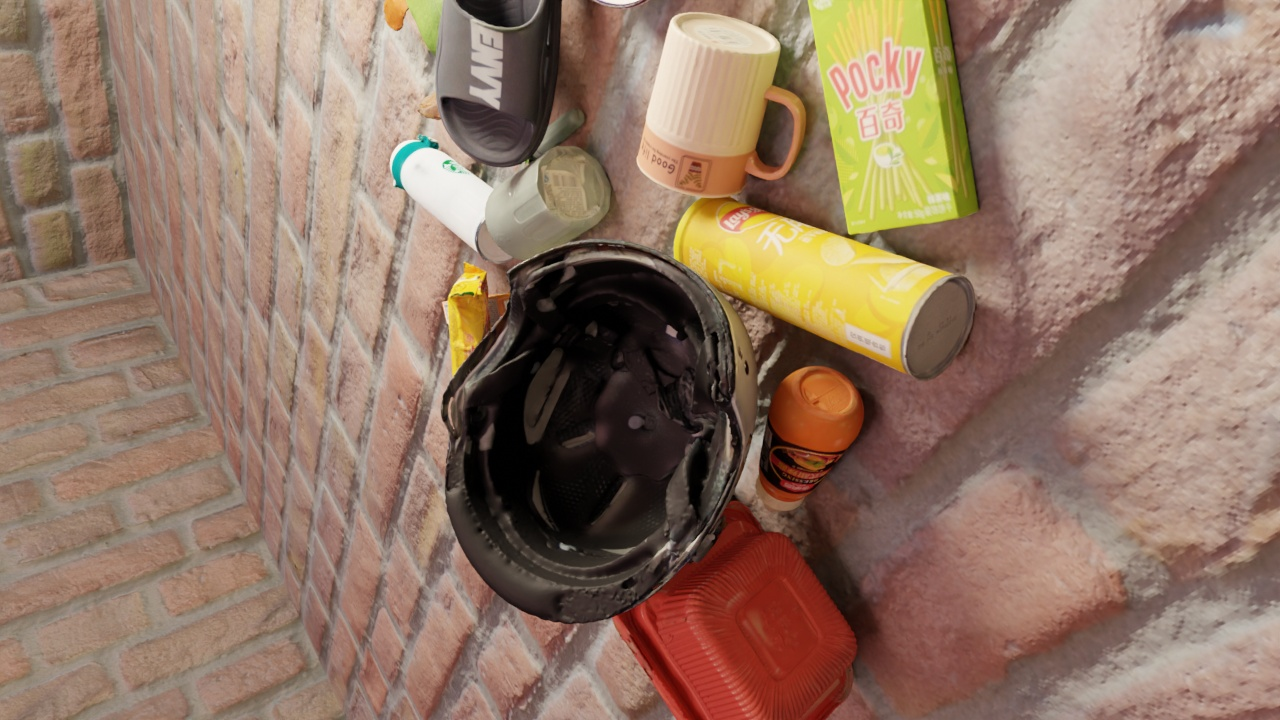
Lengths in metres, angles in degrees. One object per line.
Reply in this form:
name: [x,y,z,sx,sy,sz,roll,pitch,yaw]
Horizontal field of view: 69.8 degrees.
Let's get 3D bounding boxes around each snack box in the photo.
snack box: [-0.190,-0.040,1.106,0.154,0.026,0.075,1,106,54]
snack box: [0.155,-0.161,0.567,0.086,0.026,0.156,1,106,54]

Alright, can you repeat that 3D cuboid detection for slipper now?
slipper: [-0.125,-0.301,0.776,0.111,0.083,0.268,11,105,7]

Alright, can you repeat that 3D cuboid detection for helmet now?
helmet: [-0.016,0.046,0.694,0.230,0.156,0.274,25,105,22]

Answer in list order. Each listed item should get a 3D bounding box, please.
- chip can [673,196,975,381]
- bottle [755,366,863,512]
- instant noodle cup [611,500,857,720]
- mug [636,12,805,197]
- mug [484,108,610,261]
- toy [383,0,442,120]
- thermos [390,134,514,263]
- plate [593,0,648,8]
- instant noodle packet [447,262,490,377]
chip can: [0.116,-0.057,0.630,0.213,0.071,0.072,30,129,45]
bottle: [0.120,0.070,0.701,0.066,0.066,0.150,49,147,29]
instant noodle cup: [0.086,0.213,0.704,0.189,0.164,0.079,56,144,4]
mug: [0.062,-0.176,0.652,0.114,0.081,0.106,25,128,14]
mug: [-0.086,-0.166,0.866,0.104,0.083,0.123,-17,67,55]
toy: [-0.172,-0.363,0.867,0.228,0.089,0.246,-17,86,32]
thermos: [-0.209,-0.188,1.027,0.224,0.073,0.073,39,135,39]
plate: [-0.006,-0.364,0.679,0.192,0.038,0.193,27,126,44]
instant noodle packet: [-0.186,-0.035,1.013,0.110,0.044,0.128,-105,13,-67]
